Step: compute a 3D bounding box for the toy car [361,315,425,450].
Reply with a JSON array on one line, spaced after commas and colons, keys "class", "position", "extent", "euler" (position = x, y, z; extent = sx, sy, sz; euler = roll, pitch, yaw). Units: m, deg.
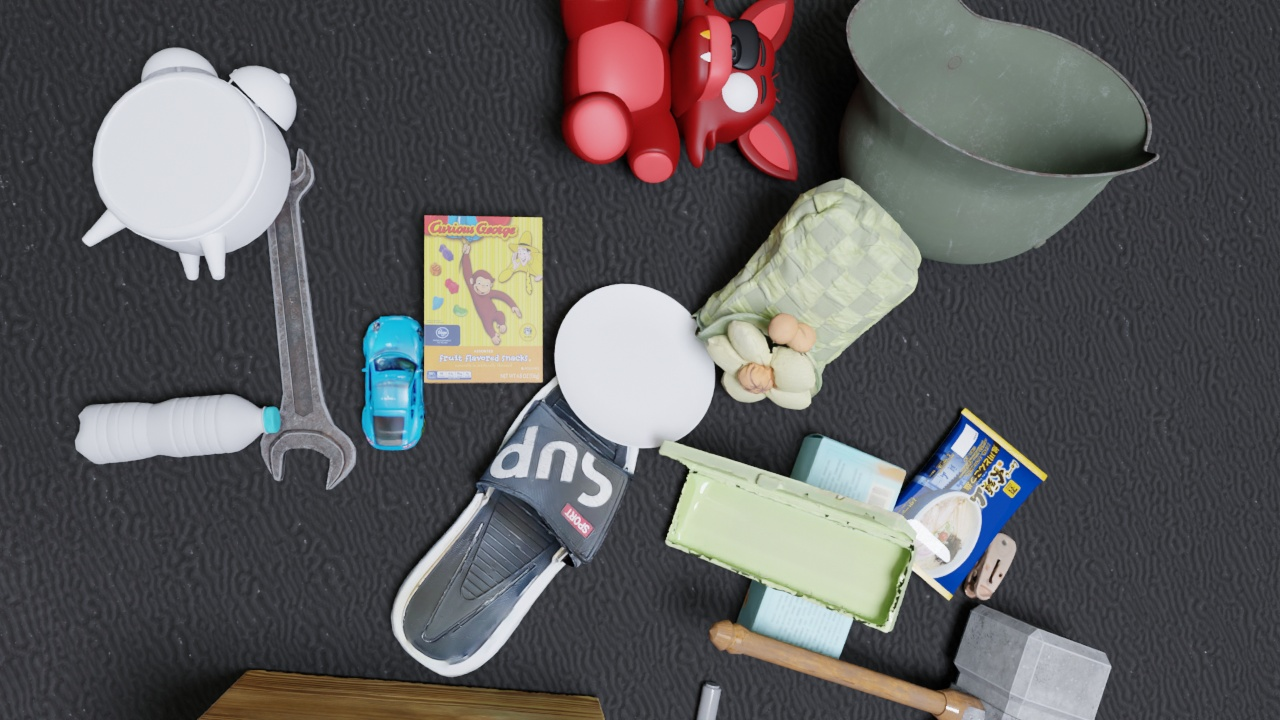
[{"class": "toy car", "position": [-0.191, 0.017, 0.707], "extent": [0.048, 0.032, 0.105], "euler": [2, 86, -7]}]

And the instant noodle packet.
[{"class": "instant noodle packet", "position": [0.263, 0.118, 0.764], "extent": [0.087, 0.026, 0.134], "euler": [41, 83, 5]}]

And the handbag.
[{"class": "handbag", "position": [0.117, -0.037, 0.682], "extent": [0.113, 0.187, 0.116], "euler": [34, 43, -4]}]

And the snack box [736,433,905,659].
[{"class": "snack box", "position": [0.143, 0.152, 0.735], "extent": [0.075, 0.053, 0.174], "euler": [22, 84, -6]}]

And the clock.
[{"class": "clock", "position": [-0.325, -0.144, 0.679], "extent": [0.125, 0.073, 0.160], "euler": [14, 83, 6]}]

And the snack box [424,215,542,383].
[{"class": "snack box", "position": [-0.121, -0.046, 0.714], "extent": [0.088, 0.040, 0.126], "euler": [0, 88, -7]}]

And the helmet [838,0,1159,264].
[{"class": "helmet", "position": [0.255, -0.163, 0.700], "extent": [0.267, 0.154, 0.227], "euler": [-23, 61, -27]}]

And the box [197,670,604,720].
[{"class": "box", "position": [-0.165, 0.403, 0.565], "extent": [0.279, 0.287, 0.336], "euler": [9, 84, -7]}]

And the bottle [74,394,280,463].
[{"class": "bottle", "position": [-0.339, 0.049, 0.678], "extent": [0.136, 0.044, 0.044], "euler": [-5, 88, -5]}]

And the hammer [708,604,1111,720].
[{"class": "hammer", "position": [0.189, 0.247, 0.692], "extent": [0.317, 0.083, 0.162], "euler": [22, 85, -18]}]

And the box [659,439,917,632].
[{"class": "box", "position": [0.099, 0.129, 0.672], "extent": [0.188, 0.098, 0.082], "euler": [15, 82, 32]}]

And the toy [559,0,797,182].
[{"class": "toy", "position": [0.032, -0.220, 0.708], "extent": [0.197, 0.121, 0.158], "euler": [-1, 85, -16]}]

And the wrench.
[{"class": "wrench", "position": [-0.268, -0.035, 0.710], "extent": [0.070, 0.010, 0.273], "euler": [-7, 89, -8]}]

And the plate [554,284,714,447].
[{"class": "plate", "position": [-0.004, 0.004, 0.726], "extent": [0.134, 0.011, 0.134], "euler": [7, 70, -20]}]

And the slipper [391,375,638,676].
[{"class": "slipper", "position": [-0.089, 0.124, 0.702], "extent": [0.111, 0.063, 0.263], "euler": [39, 85, -4]}]

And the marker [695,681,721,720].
[{"class": "marker", "position": [0.044, 0.329, 0.734], "extent": [0.016, 0.016, 0.140], "euler": [12, 86, -7]}]

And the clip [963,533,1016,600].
[{"class": "clip", "position": [0.292, 0.174, 0.771], "extent": [0.025, 0.049, 0.061], "euler": [29, 44, -4]}]
